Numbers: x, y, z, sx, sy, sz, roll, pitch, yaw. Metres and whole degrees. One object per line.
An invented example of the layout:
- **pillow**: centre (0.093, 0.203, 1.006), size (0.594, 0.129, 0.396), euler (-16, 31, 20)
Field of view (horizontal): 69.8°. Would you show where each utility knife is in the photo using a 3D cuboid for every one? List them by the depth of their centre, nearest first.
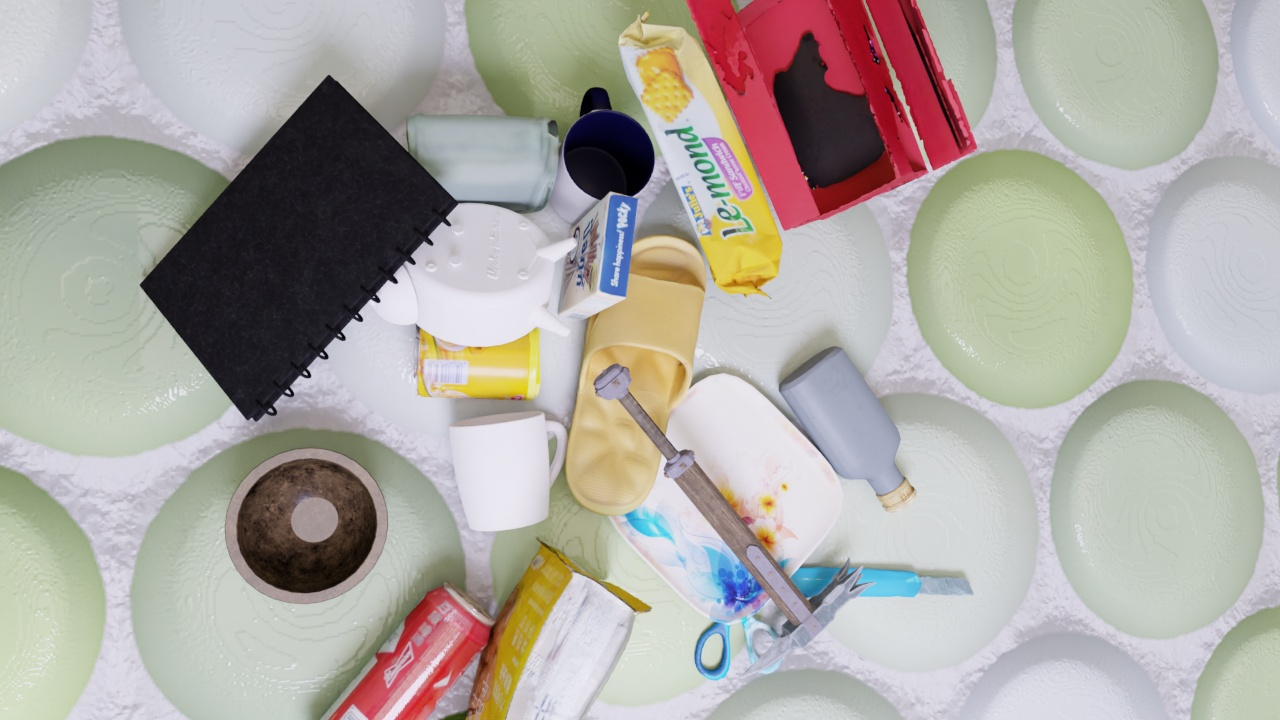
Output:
- **utility knife**: centre (0.225, 0.216, 0.879), size (0.209, 0.015, 0.031), euler (5, 86, -10)

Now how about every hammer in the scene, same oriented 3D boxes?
- **hammer**: centre (0.061, 0.130, 0.785), size (0.147, 0.028, 0.317), euler (-41, 107, -8)

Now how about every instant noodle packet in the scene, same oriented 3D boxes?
- **instant noodle packet**: centre (-0.091, 0.263, 0.723), size (0.084, 0.163, 0.221), euler (30, 79, -11)

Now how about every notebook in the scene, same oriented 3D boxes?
- **notebook**: centre (-0.269, -0.087, 0.718), size (0.231, 0.019, 0.169), euler (-46, 73, 4)

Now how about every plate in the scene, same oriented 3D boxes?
- **plate**: centre (0.077, 0.125, 0.844), size (0.187, 0.016, 0.186), euler (45, 76, -1)

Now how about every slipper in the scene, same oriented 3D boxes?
- **slipper**: centre (-0.005, 0.005, 0.803), size (0.099, 0.078, 0.263), euler (14, 78, -3)

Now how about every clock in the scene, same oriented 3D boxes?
- **clock**: centre (-0.137, -0.079, 0.756), size (0.161, 0.073, 0.125), euler (4, 46, -11)

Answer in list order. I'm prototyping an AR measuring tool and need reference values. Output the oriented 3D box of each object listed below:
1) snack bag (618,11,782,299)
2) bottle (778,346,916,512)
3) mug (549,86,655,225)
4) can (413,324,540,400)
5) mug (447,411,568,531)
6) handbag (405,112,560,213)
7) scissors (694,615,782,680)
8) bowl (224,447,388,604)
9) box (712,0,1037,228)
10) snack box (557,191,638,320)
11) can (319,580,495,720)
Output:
- **snack bag**: centre (0.059, -0.165, 0.792), size (0.068, 0.159, 0.247), euler (-23, 91, 6)
- **bottle**: centre (0.204, 0.071, 0.870), size (0.072, 0.046, 0.161), euler (-36, 94, -14)
- **mug**: centre (-0.038, -0.182, 0.805), size (0.078, 0.097, 0.112), euler (-3, 86, -14)
- **can**: centre (-0.139, -0.001, 0.781), size (0.105, 0.068, 0.067), euler (2, 85, -13)
- **mug**: centre (-0.105, 0.090, 0.785), size (0.114, 0.081, 0.087), euler (-10, 94, -45)
- **handbag**: centre (-0.135, -0.171, 0.777), size (0.121, 0.106, 0.067), euler (-2, 83, -14)
- **scissors**: centre (0.076, 0.227, 0.845), size (0.090, 0.014, 0.141), euler (-15, 89, -8)
- **bowl**: centre (-0.267, 0.132, 0.745), size (0.121, 0.056, 0.121), euler (1, 85, -14)
- **box**: centre (0.194, -0.252, 0.759), size (0.123, 0.316, 0.211), euler (-23, 92, -18)
- **snack box**: centre (-0.038, -0.083, 0.770), size (0.026, 0.150, 0.082), euler (10, 84, -16)
- **can**: centre (-0.194, 0.264, 0.747), size (0.067, 0.067, 0.170), euler (41, 78, -7)
